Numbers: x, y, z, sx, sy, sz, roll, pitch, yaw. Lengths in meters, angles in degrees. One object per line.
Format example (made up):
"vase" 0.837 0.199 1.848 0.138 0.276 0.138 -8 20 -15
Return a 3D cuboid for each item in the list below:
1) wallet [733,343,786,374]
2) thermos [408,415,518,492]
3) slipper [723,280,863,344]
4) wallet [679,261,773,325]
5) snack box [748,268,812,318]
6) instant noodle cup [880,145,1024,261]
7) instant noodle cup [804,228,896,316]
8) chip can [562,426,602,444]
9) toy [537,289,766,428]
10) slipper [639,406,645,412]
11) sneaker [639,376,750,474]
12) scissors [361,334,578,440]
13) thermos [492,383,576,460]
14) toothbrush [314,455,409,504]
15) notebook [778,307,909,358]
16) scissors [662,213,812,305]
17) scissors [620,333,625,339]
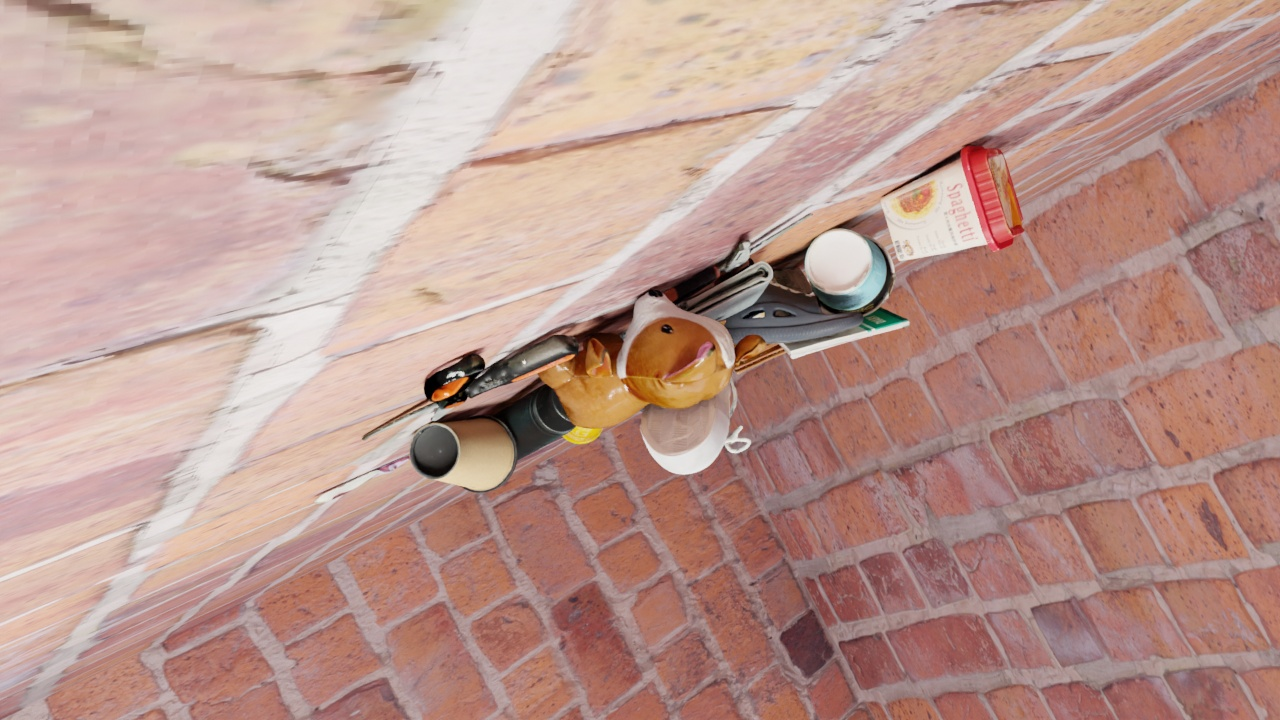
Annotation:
"wallet" 0.173 -0.023 1.320 0.108 0.031 0.131 -25 -169 3
"thermos" -0.202 0.106 1.048 0.093 0.093 0.143 -28 168 10
"slipper" 0.126 -0.058 1.084 0.268 0.083 0.110 -5 -179 7
"wallet" 0.084 -0.056 0.968 0.106 0.037 0.130 -28 174 -4
"snack box" 0.132 -0.064 1.259 0.183 0.046 0.177 -29 175 23
"instant noodle cup" 0.346 -0.168 1.023 0.124 0.116 0.116 -16 -178 35
"instant noodle cup" 0.251 -0.112 1.122 0.111 0.111 0.120 -29 167 15
"chip can" -0.067 0.056 1.227 0.072 0.072 0.214 -26 170 -18
"toy" 0.008 -0.002 0.881 0.200 0.130 0.139 -5 -169 35
"slipper" 0.025 0.028 1.350 0.105 0.095 0.252 -25 176 12
"sneaker" 0.060 0.062 0.945 0.090 0.091 0.241 -26 -159 15
"scissors" -0.159 0.024 0.822 0.221 0.021 0.232 -22 174 -5
"thermos" -0.127 0.073 1.131 0.089 0.068 0.243 -37 -175 -37
"toothbrush" -0.318 0.140 1.150 0.187 0.017 0.016 -25 174 -32
"notebook" 0.250 -0.047 1.211 0.150 0.012 0.209 -15 -168 1
"scissors" 0.089 -0.092 0.927 0.224 0.015 0.188 -30 174 31
"scissors" -0.052 -0.007 1.075 0.135 0.017 0.133 -26 171 6
